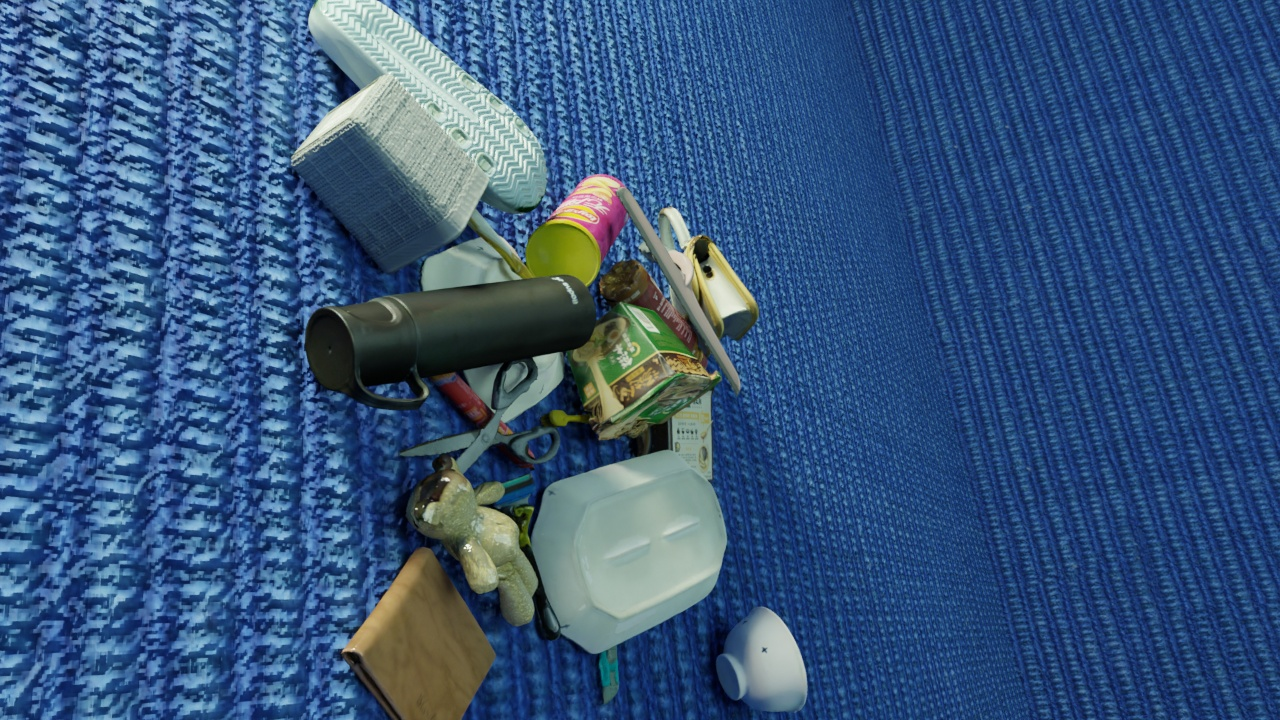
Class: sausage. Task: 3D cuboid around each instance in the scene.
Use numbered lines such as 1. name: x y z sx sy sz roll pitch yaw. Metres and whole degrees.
1. sausage: -0.136 0.046 0.779 0.156 0.020 0.020 52 33 -33

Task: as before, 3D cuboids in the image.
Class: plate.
1. plate: -0.120 -0.037 0.845 0.163 0.034 0.163 65 27 -10
2. plate: 0.005 0.174 0.882 0.265 0.034 0.162 -8 81 -50

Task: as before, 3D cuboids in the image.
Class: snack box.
1. snack box: -0.005 0.005 0.924 0.105 0.118 0.118 59 20 16
2. snack box: 0.043 0.075 1.029 0.113 0.053 0.125 10 77 -61

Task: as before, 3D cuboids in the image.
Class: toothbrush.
1. toothbrush: -0.044 0.062 0.945 0.189 0.017 0.015 8 66 -62
2. toothbrush: -0.117 -0.086 0.826 0.191 0.016 0.018 49 41 -32

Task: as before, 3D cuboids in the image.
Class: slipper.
1. slipper: -0.185 -0.211 0.796 0.245 0.074 0.103 41 38 -19

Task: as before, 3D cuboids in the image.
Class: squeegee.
1. squeegee: 0.033 -0.107 1.024 0.248 0.040 0.249 57 1 -20

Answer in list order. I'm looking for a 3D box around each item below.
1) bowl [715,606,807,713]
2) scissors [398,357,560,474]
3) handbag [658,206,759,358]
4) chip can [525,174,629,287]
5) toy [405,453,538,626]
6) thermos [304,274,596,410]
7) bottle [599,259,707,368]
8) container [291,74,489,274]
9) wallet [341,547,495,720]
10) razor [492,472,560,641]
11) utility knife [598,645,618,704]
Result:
1. bowl: 0.123 0.338 1.011 0.064 0.118 0.118 -11 82 -24
2. scissors: -0.124 0.061 0.760 0.175 0.014 0.159 34 58 -46
3. handbag: 0.063 -0.098 1.129 0.178 0.063 0.163 59 -11 8
4. chip can: -0.057 -0.136 0.941 0.071 0.071 0.210 62 18 -17
5. toy: -0.123 0.143 0.704 0.105 0.066 0.157 -83 151 -51
6. thermos: -0.134 -0.015 0.717 0.241 0.069 0.090 -15 69 -50
7. bottle: 0.021 -0.043 1.081 0.175 0.058 0.057 49 35 -37
8. container: -0.195 -0.146 0.716 0.114 0.090 0.090 50 34 -30
9. wallet: -0.152 0.208 0.651 0.115 0.020 0.101 63 30 -22
10. razor: -0.094 0.169 0.777 0.042 0.022 0.142 -18 93 -32
11. utility knife: -0.033 0.237 0.856 0.029 0.013 0.157 26 51 -54
